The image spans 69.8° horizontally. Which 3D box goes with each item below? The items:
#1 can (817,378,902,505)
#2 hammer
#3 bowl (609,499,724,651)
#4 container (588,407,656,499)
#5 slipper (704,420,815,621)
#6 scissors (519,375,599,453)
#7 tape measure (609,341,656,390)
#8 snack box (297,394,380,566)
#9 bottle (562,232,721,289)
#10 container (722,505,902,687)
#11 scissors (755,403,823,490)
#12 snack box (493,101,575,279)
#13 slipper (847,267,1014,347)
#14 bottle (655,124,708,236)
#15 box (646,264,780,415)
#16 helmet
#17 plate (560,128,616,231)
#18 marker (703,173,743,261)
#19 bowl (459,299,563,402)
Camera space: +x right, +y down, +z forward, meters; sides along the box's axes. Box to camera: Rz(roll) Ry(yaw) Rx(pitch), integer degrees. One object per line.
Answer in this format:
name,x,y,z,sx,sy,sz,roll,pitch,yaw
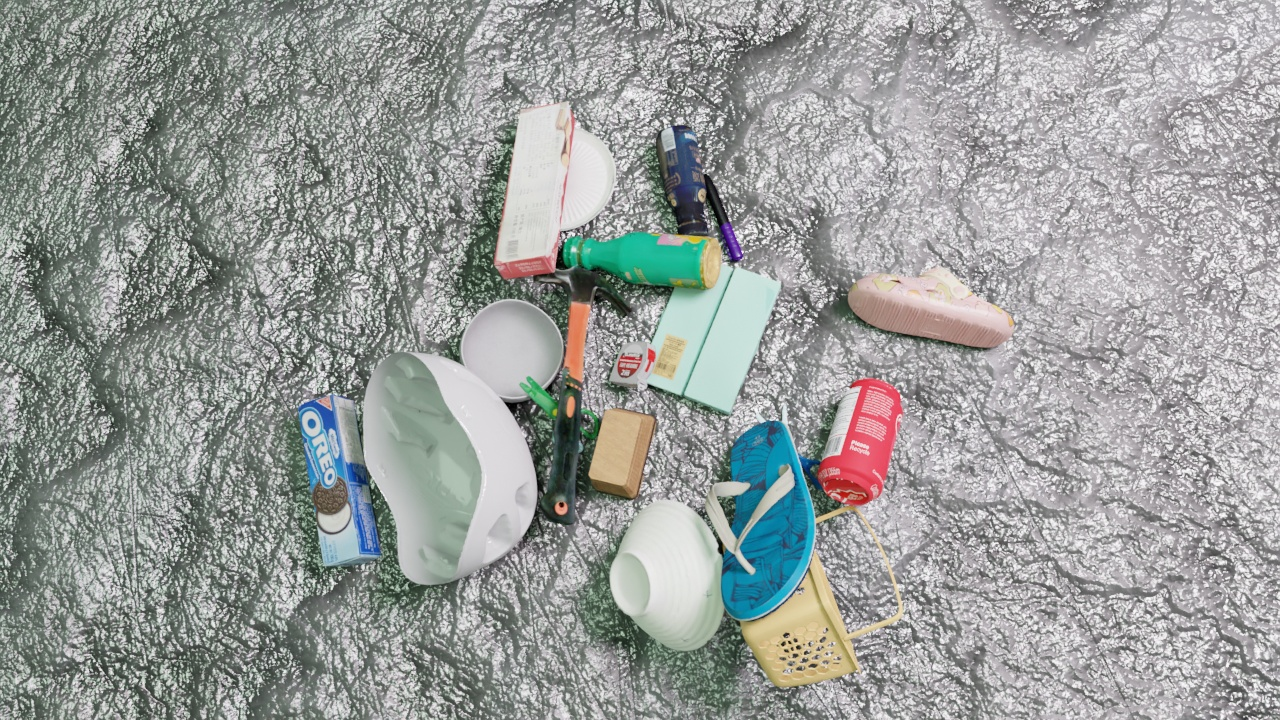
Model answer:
can,0.260,0.096,1.081,0.074,0.074,0.142,16,57,15
hammer,-0.088,0.040,1.165,0.133,0.033,0.332,12,71,-19
bowl,0.014,0.255,1.068,0.178,0.070,0.177,2,92,50
container,-0.026,0.114,1.163,0.063,0.061,0.114,12,80,14
slipper,0.132,0.156,1.029,0.118,0.060,0.294,-25,30,21
scissors,-0.113,0.071,1.183,0.130,0.014,0.070,39,91,-18
tape measure,-0.007,0.007,1.191,0.060,0.020,0.062,5,72,52
snack box,-0.405,0.162,1.233,0.059,0.059,0.226,-17,74,11
bottle,-0.002,-0.135,1.208,0.210,0.068,0.068,7,78,23
container,0.193,0.248,1.014,0.167,0.183,0.129,-25,118,9
scissors,0.193,0.113,1.146,0.104,0.015,0.133,-5,72,14
snack box,-0.138,-0.230,1.225,0.077,0.044,0.272,-6,58,16
slipper,0.357,-0.077,1.118,0.197,0.093,0.081,16,70,14
bottle,0.058,-0.235,1.230,0.056,0.056,0.160,-11,75,9
box,0.089,-0.037,1.195,0.136,0.033,0.186,20,81,10
helmet,-0.246,0.122,1.129,0.225,0.183,0.282,-38,86,37
plate,-0.110,-0.253,1.291,0.157,0.014,0.156,-3,76,11
marker,0.107,-0.192,1.231,0.018,0.015,0.134,-24,73,14
bowl,-0.171,-0.009,1.213,0.131,0.064,0.131,2,78,-11
